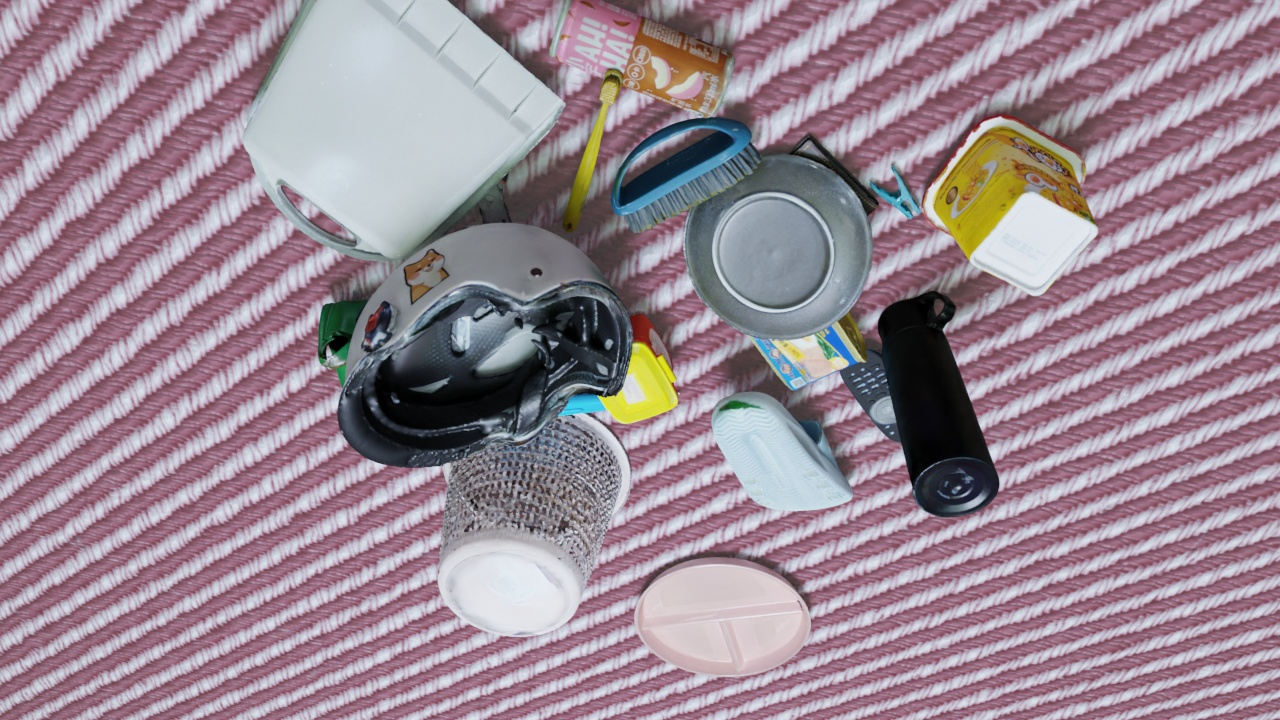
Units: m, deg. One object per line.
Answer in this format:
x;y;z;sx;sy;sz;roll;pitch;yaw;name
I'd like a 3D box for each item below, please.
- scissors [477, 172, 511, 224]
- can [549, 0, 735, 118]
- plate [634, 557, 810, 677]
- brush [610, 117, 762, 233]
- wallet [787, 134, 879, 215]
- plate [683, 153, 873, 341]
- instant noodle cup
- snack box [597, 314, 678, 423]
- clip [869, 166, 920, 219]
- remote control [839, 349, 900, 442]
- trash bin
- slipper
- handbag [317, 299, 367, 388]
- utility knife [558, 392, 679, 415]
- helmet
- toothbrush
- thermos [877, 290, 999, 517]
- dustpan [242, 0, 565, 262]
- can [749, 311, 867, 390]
-0.135;-0.173;0.862;0.202;0.015;0.205;35;122;-18;scissors
0.002;-0.254;0.764;0.147;0.057;0.058;19;126;-8;can
0.107;0.338;1.208;0.229;0.028;0.230;3;127;4;plate
0.033;-0.173;0.821;0.144;0.055;0.073;-26;120;22;brush
0.146;-0.137;0.861;0.096;0.020;0.123;39;122;-16;wallet
0.123;-0.101;0.848;0.180;0.024;0.180;7;112;19;plate
0.319;-0.128;0.785;0.116;0.123;0.116;24;125;-12;instant noodle cup
-0.006;0.006;0.941;0.082;0.080;0.091;-19;122;19;snack box
0.237;-0.152;0.845;0.038;0.013;0.055;-35;114;27;clip
0.257;0.035;0.973;0.053;0.024;0.136;-29;120;22;remote control
-0.129;0.185;1.018;0.227;0.191;0.228;2;126;3;trash bin
0.150;0.095;0.994;0.104;0.074;0.245;-15;141;25;slipper
-0.289;0.008;0.946;0.068;0.120;0.131;-3;124;0;handbag
-0.064;0.047;0.995;0.216;0.018;0.034;-5;148;-7;utility knife
-0.152;-0.030;0.847;0.274;0.156;0.230;-28;146;14;helmet
-0.046;-0.178;0.814;0.015;0.016;0.191;18;144;-6;toothbrush
0.265;0.024;0.829;0.068;0.241;0.090;18;127;-9;thermos
-0.240;-0.207;0.837;0.222;0.142;0.258;38;96;-19;dustpan
0.165;-0.027;0.917;0.083;0.057;0.102;-26;119;25;can
